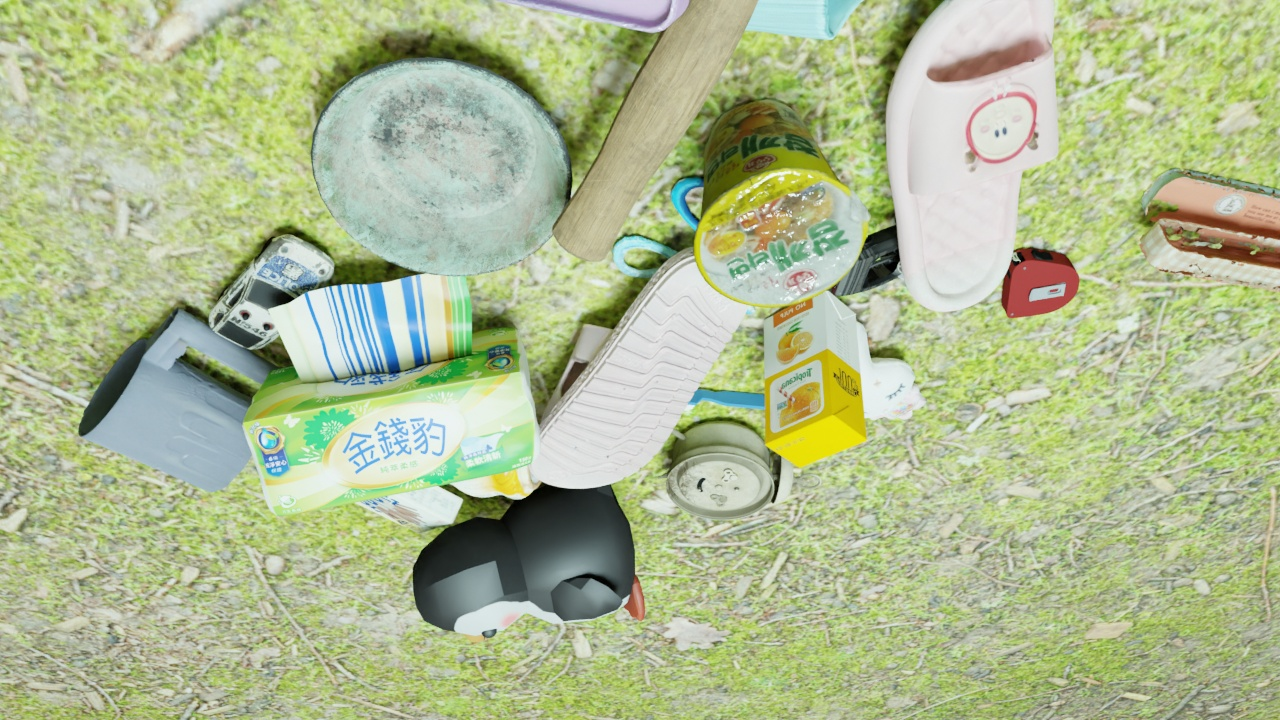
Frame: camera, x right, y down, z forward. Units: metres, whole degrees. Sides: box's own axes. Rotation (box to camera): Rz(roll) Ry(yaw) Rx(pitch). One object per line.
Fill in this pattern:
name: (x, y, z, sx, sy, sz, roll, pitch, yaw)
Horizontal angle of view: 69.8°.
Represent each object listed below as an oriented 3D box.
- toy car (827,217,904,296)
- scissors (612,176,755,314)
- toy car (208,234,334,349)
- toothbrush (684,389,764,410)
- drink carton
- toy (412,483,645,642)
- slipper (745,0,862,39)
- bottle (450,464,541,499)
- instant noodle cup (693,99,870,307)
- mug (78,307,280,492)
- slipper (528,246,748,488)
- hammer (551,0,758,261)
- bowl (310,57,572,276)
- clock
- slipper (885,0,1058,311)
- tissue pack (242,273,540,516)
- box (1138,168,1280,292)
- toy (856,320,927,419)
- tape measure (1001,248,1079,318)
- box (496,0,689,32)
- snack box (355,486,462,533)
toy car: (0.168, -0.071, 0.635, 0.092, 0.037, 0.040, -22, 142, -30)
scissors: (0.057, -0.080, 0.655, 0.140, 0.013, 0.113, 17, 130, -17)
toy car: (-0.263, -0.045, 0.649, 0.048, 0.040, 0.113, 32, 125, -32)
toothbrush: (0.094, 0.037, 0.773, 0.166, 0.016, 0.014, 6, 135, -10)
drink carton: (0.126, 0.009, 0.675, 0.040, 0.122, 0.059, 33, 135, -32)
toy: (-0.104, 0.166, 0.789, 0.183, 0.159, 0.140, -12, 111, -21)
slipper: (0.100, -0.231, 0.467, 0.276, 0.069, 0.116, -6, 132, 1)
bottle: (-0.137, 0.083, 0.773, 0.109, 0.063, 0.063, 2, 137, 15)
instant noodle cup: (0.079, -0.103, 0.563, 0.102, 0.108, 0.102, -2, 135, -2)
mug: (-0.341, 0.031, 0.699, 0.124, 0.083, 0.104, -44, 126, 11)
slipper: (-0.004, 0.004, 0.701, 0.094, 0.064, 0.240, 21, 121, -27)
hammer: (0.029, -0.171, 0.465, 0.132, 0.040, 0.306, 31, 127, -7)
bowl: (-0.122, -0.125, 0.578, 0.157, 0.038, 0.158, -2, 135, -2)
clock: (0.088, 0.095, 0.806, 0.141, 0.054, 0.093, 7, 135, -1)
slipper: (0.204, -0.123, 0.566, 0.106, 0.055, 0.222, -17, 128, -12)
tissue pack: (-0.178, 0.011, 0.654, 0.197, 0.120, 0.141, -13, 112, -12)
box: (0.442, -0.084, 0.647, 0.187, 0.054, 0.076, 7, 102, -12)
toy: (0.185, 0.020, 0.747, 0.125, 0.037, 0.076, 33, 126, -28)
tape measure: (0.301, -0.059, 0.687, 0.051, 0.019, 0.059, -10, 135, 6)
box: (-0.079, -0.224, 0.408, 0.214, 0.062, 0.140, 17, 163, 14)
snack box: (-0.233, 0.102, 0.778, 0.150, 0.026, 0.082, 32, 149, -23)
